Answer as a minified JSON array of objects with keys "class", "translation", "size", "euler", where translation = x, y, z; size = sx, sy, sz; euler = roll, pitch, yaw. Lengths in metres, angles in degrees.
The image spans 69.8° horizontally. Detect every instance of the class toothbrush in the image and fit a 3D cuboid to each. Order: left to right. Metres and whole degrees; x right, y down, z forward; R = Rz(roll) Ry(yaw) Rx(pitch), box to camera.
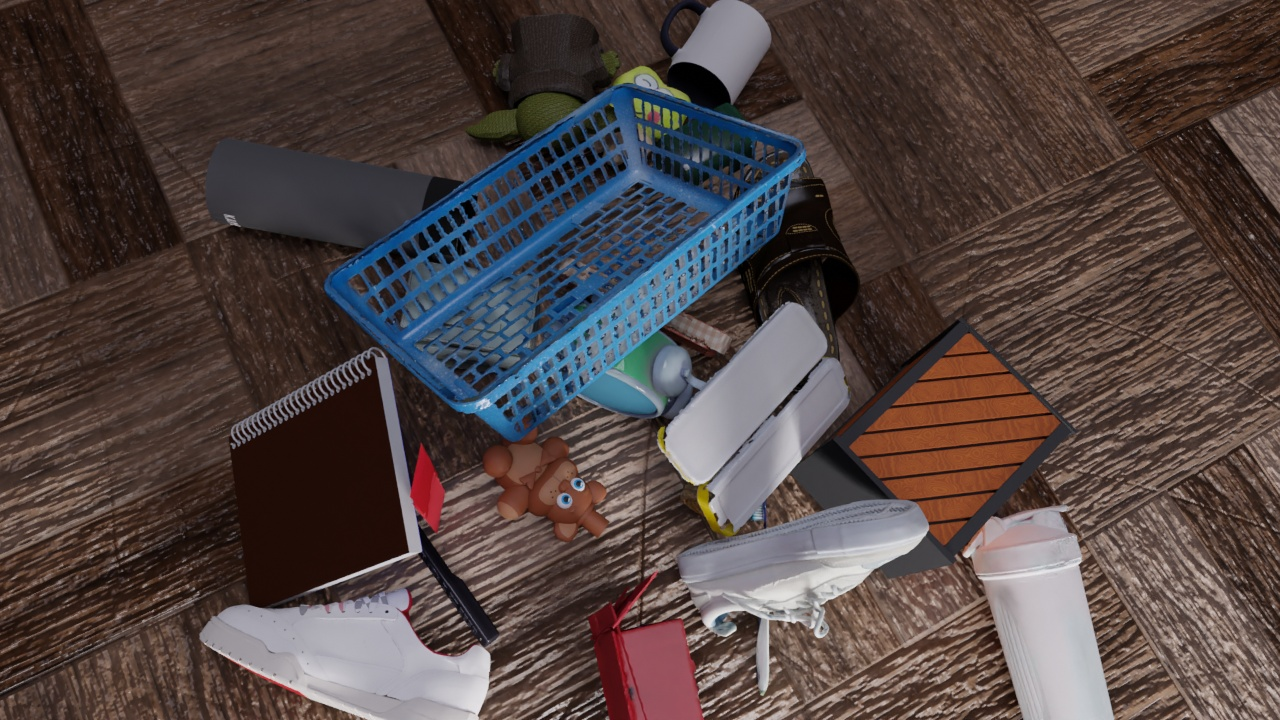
[{"class":"toothbrush","translation":[0.112,0.214,0.861],"size":[0.017,0.016,0.188],"euler":[0,71,4]}]

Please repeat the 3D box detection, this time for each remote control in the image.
[{"class":"remote control","translation":[-0.173,0.196,0.825],"size":[0.015,0.032,0.136],"euler":[-32,78,-27]}]

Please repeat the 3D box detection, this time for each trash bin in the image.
[{"class":"trash bin","translation":[0.264,0.086,0.853],"size":[0.171,0.140,0.139],"euler":[-40,81,-17]}]

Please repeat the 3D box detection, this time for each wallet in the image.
[{"class":"wallet","translation":[-0.164,-0.041,0.890],"size":[0.131,0.054,0.100],"euler":[7,81,-9]}]

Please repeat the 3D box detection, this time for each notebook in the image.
[{"class":"notebook","translation":[-0.275,0.104,0.778],"size":[0.210,0.022,0.171],"euler":[-24,72,30]}]

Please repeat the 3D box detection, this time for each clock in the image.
[{"class":"clock","translation":[-0.005,0.005,0.853],"size":[0.162,0.122,0.075],"euler":[19,71,12]}]

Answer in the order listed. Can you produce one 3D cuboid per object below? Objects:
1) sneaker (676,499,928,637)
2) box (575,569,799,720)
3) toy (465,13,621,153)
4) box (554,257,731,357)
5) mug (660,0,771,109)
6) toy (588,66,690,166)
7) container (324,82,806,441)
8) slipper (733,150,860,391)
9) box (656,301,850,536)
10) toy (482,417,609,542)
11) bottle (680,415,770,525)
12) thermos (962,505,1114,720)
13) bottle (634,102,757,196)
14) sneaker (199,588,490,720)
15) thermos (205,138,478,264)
[{"class":"sneaker","translation":[0.141,0.183,0.781],"size":[0.089,0.243,0.090],"euler":[-12,80,-51]},{"class":"box","translation":[0.007,0.271,0.724],"size":[0.164,0.215,0.153],"euler":[33,70,3]},{"class":"toy","translation":[-0.091,-0.292,0.966],"size":[0.179,0.078,0.152],"euler":[-1,77,10]},{"class":"box","translation":[0.005,-0.051,0.907],"size":[0.187,0.083,0.042],"euler":[27,86,1]},{"class":"mug","translation":[0.073,-0.338,0.995],"size":[0.112,0.079,0.096],"euler":[36,71,-15]},{"class":"toy","translation":[-0.006,-0.259,0.985],"size":[0.092,0.046,0.115],"euler":[41,80,8]},{"class":"container","translation":[-0.059,-0.093,0.799],"size":[0.361,0.089,0.257],"euler":[-39,46,-19]},{"class":"slipper","translation":[0.157,-0.101,0.935],"size":[0.113,0.076,0.267],"euler":[-2,72,-8]},{"class":"box","translation":[0.111,0.050,0.838],"size":[0.209,0.036,0.130],"euler":[-43,112,-26]},{"class":"toy","translation":[-0.083,0.115,0.844],"size":[0.127,0.065,0.094],"euler":[37,58,2]},{"class":"bottle","translation":[0.085,0.098,0.873],"size":[0.056,0.056,0.105],"euler":[29,71,3]},{"class":"thermos","translation":[0.368,0.249,0.840],"size":[0.099,0.099,0.220],"euler":[-8,77,-9]},{"class":"bottle","translation":[0.052,-0.211,0.966],"size":[0.131,0.061,0.061],"euler":[-31,76,-15]},{"class":"sneaker","translation":[-0.239,0.239,0.778],"size":[0.236,0.090,0.104],"euler":[19,62,1]},{"class":"thermos","translation":[-0.286,-0.154,0.897],"size":[0.240,0.082,0.082],"euler":[10,71,-3]}]
